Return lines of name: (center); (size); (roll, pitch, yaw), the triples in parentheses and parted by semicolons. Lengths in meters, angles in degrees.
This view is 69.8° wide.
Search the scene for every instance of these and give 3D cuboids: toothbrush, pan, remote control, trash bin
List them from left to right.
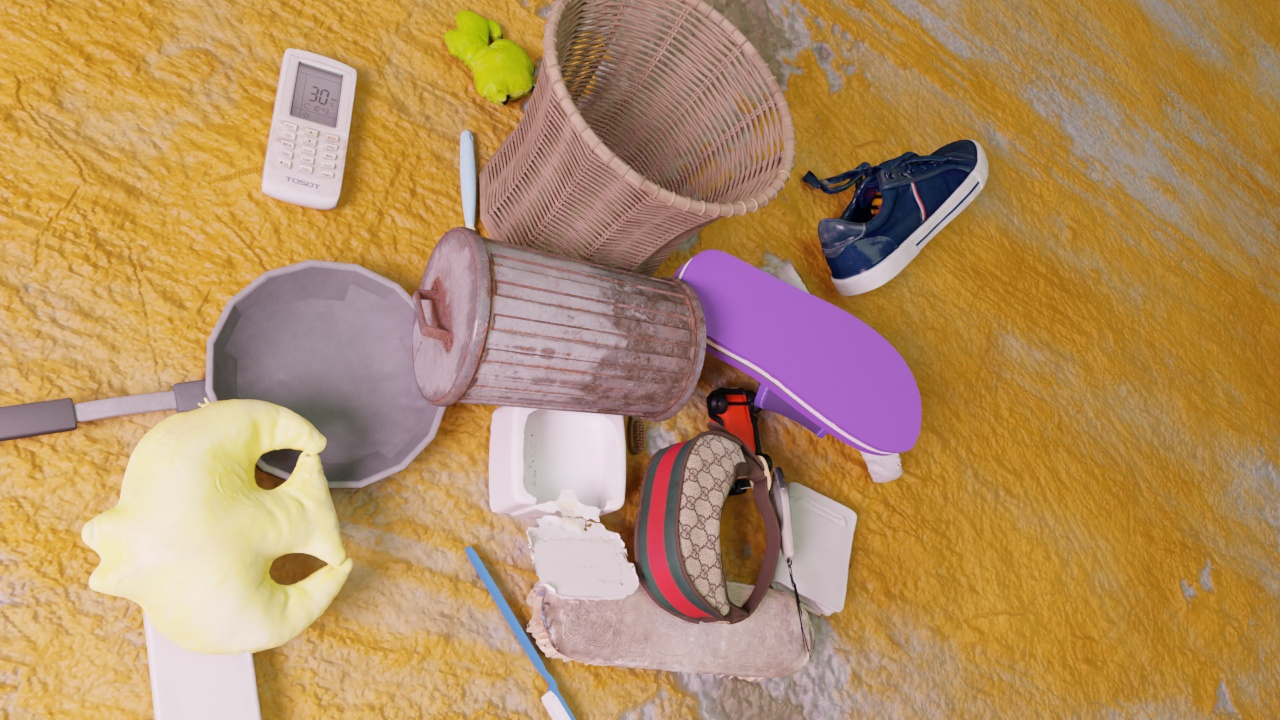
pan: (-0.312, 0.026, 0.654); (0.356, 0.041, 0.178); (-9, 79, -33)
remote control: (-0.273, -0.191, 0.757); (0.060, 0.026, 0.138); (11, 69, -27)
toothbrush: (-0.151, -0.135, 0.818); (0.022, 0.016, 0.155); (20, 60, -61)
toothbrush: (-0.098, 0.223, 0.732); (0.014, 0.016, 0.166); (-32, 91, -31)
trash bin: (-0.070, -0.022, 0.709); (0.210, 0.131, 0.130); (8, 70, -32)
toothbrush: (-0.005, 0.005, 0.860); (0.016, 0.016, 0.166); (7, 70, -28)

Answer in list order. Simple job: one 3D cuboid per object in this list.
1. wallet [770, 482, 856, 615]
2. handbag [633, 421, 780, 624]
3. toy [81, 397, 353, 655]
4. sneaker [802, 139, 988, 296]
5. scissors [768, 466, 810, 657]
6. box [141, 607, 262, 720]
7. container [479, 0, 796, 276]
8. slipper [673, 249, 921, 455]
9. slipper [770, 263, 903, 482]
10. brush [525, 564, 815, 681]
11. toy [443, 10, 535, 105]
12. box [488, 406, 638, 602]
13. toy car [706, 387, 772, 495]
wallet: (0.164, 0.183, 0.891); (0.086, 0.032, 0.116); (33, 51, -14)
handbag: (0.065, 0.138, 0.779); (0.138, 0.063, 0.166); (32, 53, -33)
toy: (-0.273, 0.108, 0.596); (0.154, 0.065, 0.170); (-10, 85, -34)
sneaker: (0.291, -0.201, 1.052); (0.293, 0.121, 0.127); (-41, 110, -31)
scissors: (0.134, 0.181, 0.828); (0.012, 0.131, 0.169); (-8, 91, -1)
box: (-0.292, 0.212, 0.613); (0.064, 0.033, 0.209); (-6, 77, -30)
container: (-0.017, -0.173, 0.786); (0.226, 0.197, 0.226); (14, 59, -26)
slipper: (0.130, 0.000, 0.840); (0.266, 0.084, 0.107); (29, 64, -17)
slipper: (0.192, 0.021, 0.938); (0.247, 0.075, 0.112); (56, 25, -6)
brush: (0.033, 0.224, 0.784); (0.271, 0.057, 0.083); (14, 66, -27)
toy: (-0.140, -0.284, 0.862); (0.093, 0.036, 0.094); (24, 57, -17)
box: (-0.063, 0.116, 0.753); (0.110, 0.083, 0.190); (7, 54, -27)
toy car: (0.088, 0.076, 0.871); (0.051, 0.049, 0.100); (1, 74, -31)
